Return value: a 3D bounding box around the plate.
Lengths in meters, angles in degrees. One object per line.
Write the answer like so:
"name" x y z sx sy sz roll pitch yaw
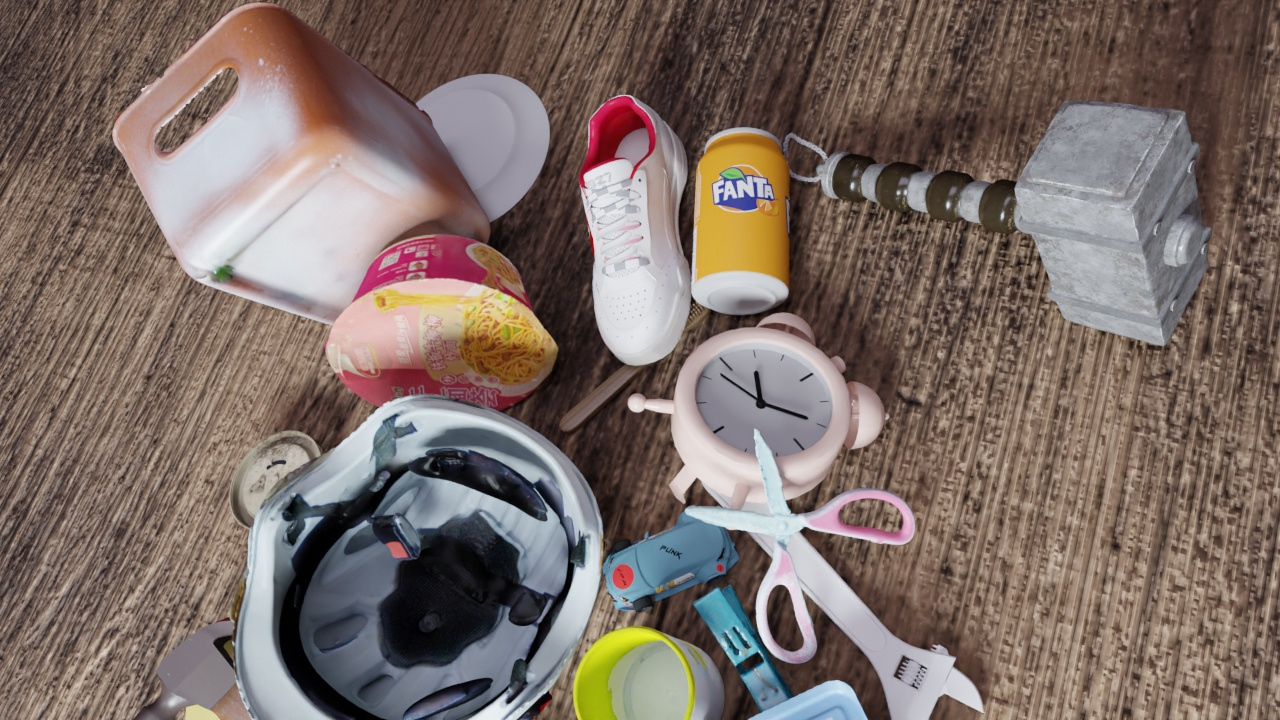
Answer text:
"plate" -0.183 -0.214 0.924 0.189 0.016 0.188 -6 68 16

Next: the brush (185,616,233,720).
"brush" -0.316 0.285 0.715 0.082 0.042 0.173 -13 66 13

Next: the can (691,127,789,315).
"can" 0.084 -0.114 0.763 0.079 0.079 0.142 -3 69 17

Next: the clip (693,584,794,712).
"clip" 0.083 0.218 0.660 0.027 0.104 0.120 -34 70 7

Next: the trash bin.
"trash bin" -0.270 -0.143 0.780 0.182 0.259 0.157 -37 69 10

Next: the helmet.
"helmet" -0.153 0.172 0.673 0.236 0.164 0.263 28 65 12

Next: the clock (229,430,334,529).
"clock" -0.310 0.131 0.812 0.093 0.054 0.140 -16 58 12

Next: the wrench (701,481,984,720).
"wrench" 0.137 0.168 0.673 0.066 0.018 0.273 -43 62 -1

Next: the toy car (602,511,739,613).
"toy car" 0.019 0.154 0.710 0.108 0.027 0.060 -25 64 7

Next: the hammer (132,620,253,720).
"hammer" -0.219 0.314 0.665 0.323 0.033 0.115 39 68 8

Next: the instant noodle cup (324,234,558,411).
"instant noodle cup" -0.166 -0.032 0.773 0.179 0.179 0.077 -17 49 11

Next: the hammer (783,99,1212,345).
"hammer" 0.244 -0.122 0.697 0.327 0.177 0.079 24 78 43

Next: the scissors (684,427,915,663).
"scissors" 0.108 0.134 0.638 0.170 0.014 0.173 10 94 -15

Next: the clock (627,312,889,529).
"clock" 0.091 0.044 0.702 0.160 0.086 0.131 -32 62 -16

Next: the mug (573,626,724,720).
"mug" 0.009 0.232 0.639 0.083 0.106 0.082 -6 68 15

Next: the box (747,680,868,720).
"box" 0.060 0.293 0.559 0.209 0.021 0.125 -28 46 4

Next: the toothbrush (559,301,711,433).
"toothbrush" -0.005 0.005 0.783 0.167 0.016 0.016 -41 62 0

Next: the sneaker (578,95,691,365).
"sneaker" -0.015 -0.119 0.776 0.090 0.104 0.236 -7 67 27
